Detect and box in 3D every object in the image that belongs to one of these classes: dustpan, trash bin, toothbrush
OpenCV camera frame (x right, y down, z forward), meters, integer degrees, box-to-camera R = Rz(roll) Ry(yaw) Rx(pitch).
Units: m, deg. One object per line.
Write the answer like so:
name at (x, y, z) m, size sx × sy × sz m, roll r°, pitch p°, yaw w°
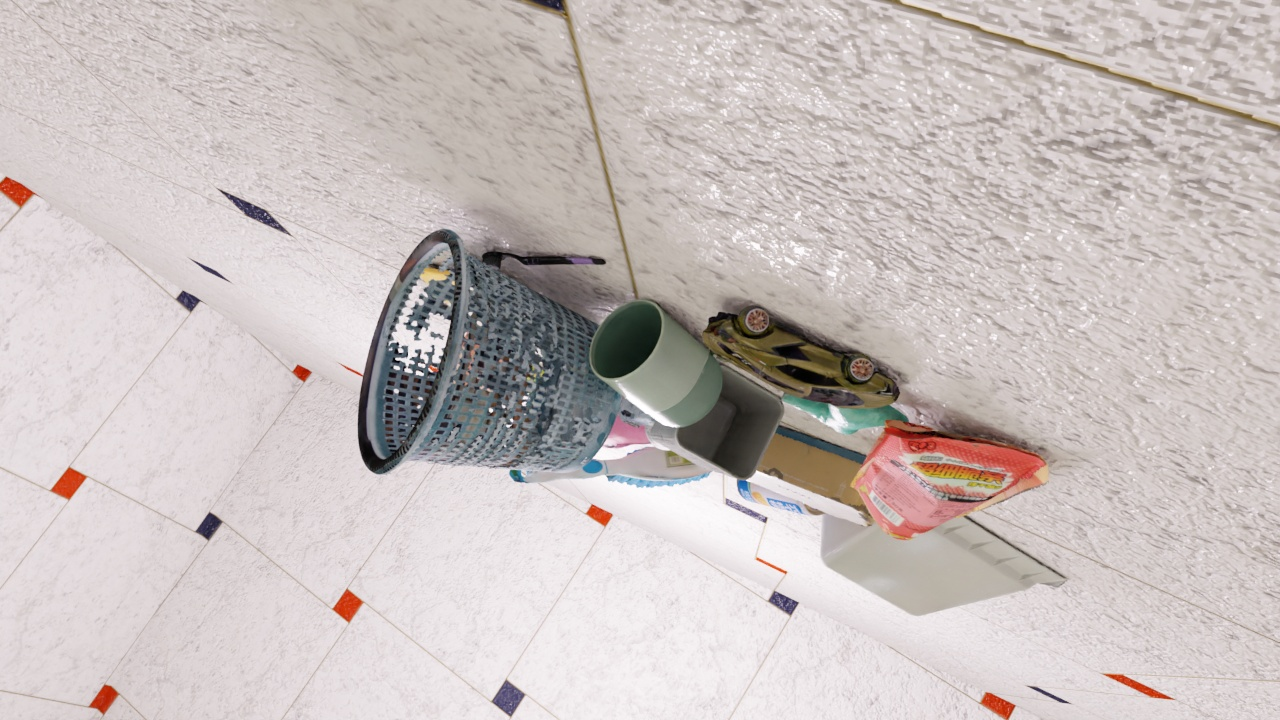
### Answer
dustpan at (0.331, 0.202, 1.119) m, size 0.222 × 0.142 × 0.259 m, roll 31°, pitch 137°, yaw -17°
trash bin at (-0.133, 0.014, 0.865) m, size 0.195 × 0.226 × 0.227 m, roll 18°, pitch 173°, yaw -32°
toothbrush at (-0.093, -0.089, 0.831) m, size 0.014 × 0.016 × 0.189 m, roll 30°, pitch 166°, yaw -40°

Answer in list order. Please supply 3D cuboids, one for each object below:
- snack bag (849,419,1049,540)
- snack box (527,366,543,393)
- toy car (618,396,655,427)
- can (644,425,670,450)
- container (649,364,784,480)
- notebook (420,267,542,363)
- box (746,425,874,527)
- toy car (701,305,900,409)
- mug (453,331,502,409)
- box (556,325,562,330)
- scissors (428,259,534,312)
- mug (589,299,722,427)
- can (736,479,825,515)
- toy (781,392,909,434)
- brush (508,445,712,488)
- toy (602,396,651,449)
snack bag at (0.252, 0.101, 0.791) m, size 0.128 × 0.073 × 0.208 m, roll 17°, pitch 160°, yaw 8°
snack box at (-0.138, 0.039, 1.358) m, size 0.085 × 0.026 × 0.157 m, roll 35°, pitch 165°, yaw -27°
toy car at (0.009, 0.048, 1.059) m, size 0.036 × 0.054 × 0.121 m, roll 31°, pitch 166°, yaw -24°
can at (0.054, 0.075, 1.063) m, size 0.058 × 0.058 × 0.147 m, roll 30°, pitch 166°, yaw -13°
container at (0.071, 0.062, 0.929) m, size 0.090 × 0.090 × 0.114 m, roll 30°, pitch 169°, yaw -12°
notebook at (-0.170, -0.049, 1.032) m, size 0.146 × 0.010 × 0.206 m, roll 49°, pitch 161°, yaw -30°
box at (0.185, 0.122, 0.994) m, size 0.184 × 0.060 × 0.090 m, roll 17°, pitch 164°, yaw 28°
toy car at (0.124, 0.003, 0.715) m, size 0.158 × 0.042 × 0.070 m, roll 22°, pitch 166°, yaw 8°
mug at (-0.226, 0.014, 1.259) m, size 0.081 × 0.105 × 0.115 m, roll 26°, pitch 167°, yaw 4°
box at (-0.083, -0.004, 1.046) m, size 0.070 × 0.055 × 0.164 m, roll 49°, pitch 167°, yaw 3°
scissors at (-0.186, -0.088, 1.011) m, size 0.178 × 0.014 × 0.159 m, roll 26°, pitch 167°, yaw 10°
mug at (0.013, -0.001, 0.840) m, size 0.106 × 0.082 × 0.111 m, roll 38°, pitch -167°, yaw -40°
can at (0.180, 0.160, 1.149) m, size 0.053 × 0.053 × 0.135 m, roll 34°, pitch 165°, yaw -25°
toy at (0.172, 0.044, 0.788) m, size 0.096 × 0.030 × 0.092 m, roll 22°, pitch 164°, yaw 1°
brush at (-0.028, 0.139, 1.193) m, size 0.314 × 0.060 × 0.110 m, roll -3°, pitch 168°, yaw -22°
toy at (-0.048, 0.072, 1.202) m, size 0.179 × 0.074 × 0.194 m, roll 11°, pitch 165°, yaw 34°
